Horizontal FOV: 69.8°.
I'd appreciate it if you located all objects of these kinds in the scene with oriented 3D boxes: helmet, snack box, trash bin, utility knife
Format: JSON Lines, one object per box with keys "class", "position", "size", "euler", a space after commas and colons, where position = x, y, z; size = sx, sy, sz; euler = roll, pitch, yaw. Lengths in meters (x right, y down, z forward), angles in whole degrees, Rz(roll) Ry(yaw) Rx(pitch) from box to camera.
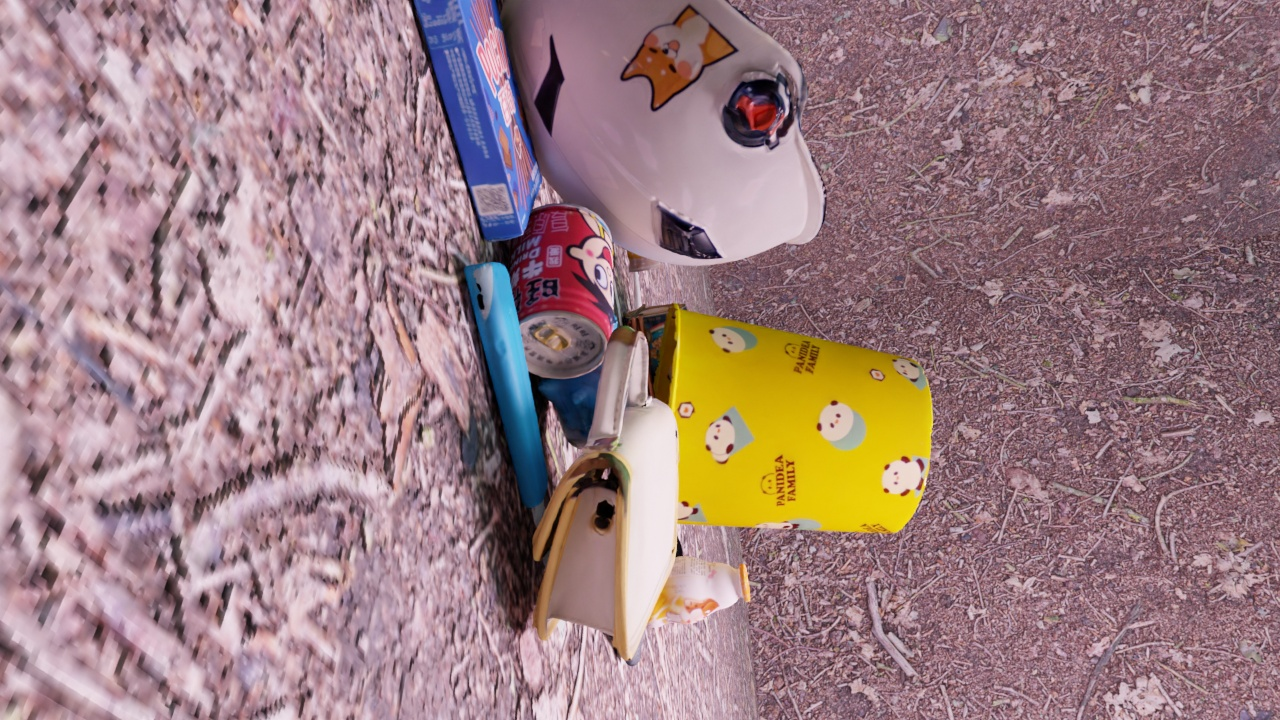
{"class": "helmet", "position": [-0.004, -0.171, 0.630], "size": [0.274, 0.156, 0.230], "euler": [64, -11, -14]}
{"class": "snack box", "position": [-0.092, -0.158, 0.531], "size": [0.084, 0.026, 0.157], "euler": [-86, 166, -58]}
{"class": "trash bin", "position": [0.141, 0.070, 0.940], "size": [0.229, 0.255, 0.229], "euler": [-176, -87, -87]}
{"class": "utility knife", "position": [-0.065, 0.057, 0.530], "size": [0.034, 0.018, 0.238], "euler": [-62, 144, -68]}

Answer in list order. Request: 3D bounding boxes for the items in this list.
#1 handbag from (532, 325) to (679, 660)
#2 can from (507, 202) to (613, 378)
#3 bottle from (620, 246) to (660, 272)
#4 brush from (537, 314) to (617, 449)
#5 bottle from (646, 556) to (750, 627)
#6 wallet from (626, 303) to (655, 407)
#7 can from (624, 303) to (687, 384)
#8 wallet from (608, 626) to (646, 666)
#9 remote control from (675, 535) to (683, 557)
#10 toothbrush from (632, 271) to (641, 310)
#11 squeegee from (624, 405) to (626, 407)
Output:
{"class": "handbag", "position": [-0.016, 0.064, 0.545], "size": [0.163, 0.063, 0.179], "euler": [-40, 135, -76]}
{"class": "can", "position": [-0.050, -0.043, 0.568], "size": [0.066, 0.066, 0.093], "euler": [73, 13, -50]}
{"class": "bottle", "position": [-0.010, -0.195, 1.034], "size": [0.068, 0.068, 0.189], "euler": [-58, 139, -78]}
{"class": "brush", "position": [-0.047, -0.064, 0.699], "size": [0.110, 0.060, 0.313], "euler": [81, 3, -51]}
{"class": "bottle", "position": [0.048, 0.216, 0.867], "size": [0.063, 0.108, 0.063], "euler": [-8, 89, -81]}
{"class": "wallet", "position": [-0.006, 0.005, 0.940], "size": [0.131, 0.035, 0.119], "euler": [151, -65, -87]}
{"class": "can", "position": [0.026, -0.008, 1.077], "size": [0.075, 0.075, 0.111], "euler": [-63, 144, -77]}
{"class": "wallet", "position": [-0.003, 0.179, 0.761], "size": [0.097, 0.019, 0.120], "euler": [72, 29, -52]}
{"class": "remote control", "position": [0.040, 0.244, 1.100], "size": [0.136, 0.024, 0.053], "euler": [-68, 148, -76]}
{"class": "toothbrush", "position": [-0.008, -0.085, 1.145], "size": [0.016, 0.016, 0.180], "euler": [5, 79, -80]}
{"class": "squeegee", "position": [-0.023, 0.075, 0.764], "size": [0.250, 0.040, 0.247], "euler": [64, 20, -65]}
